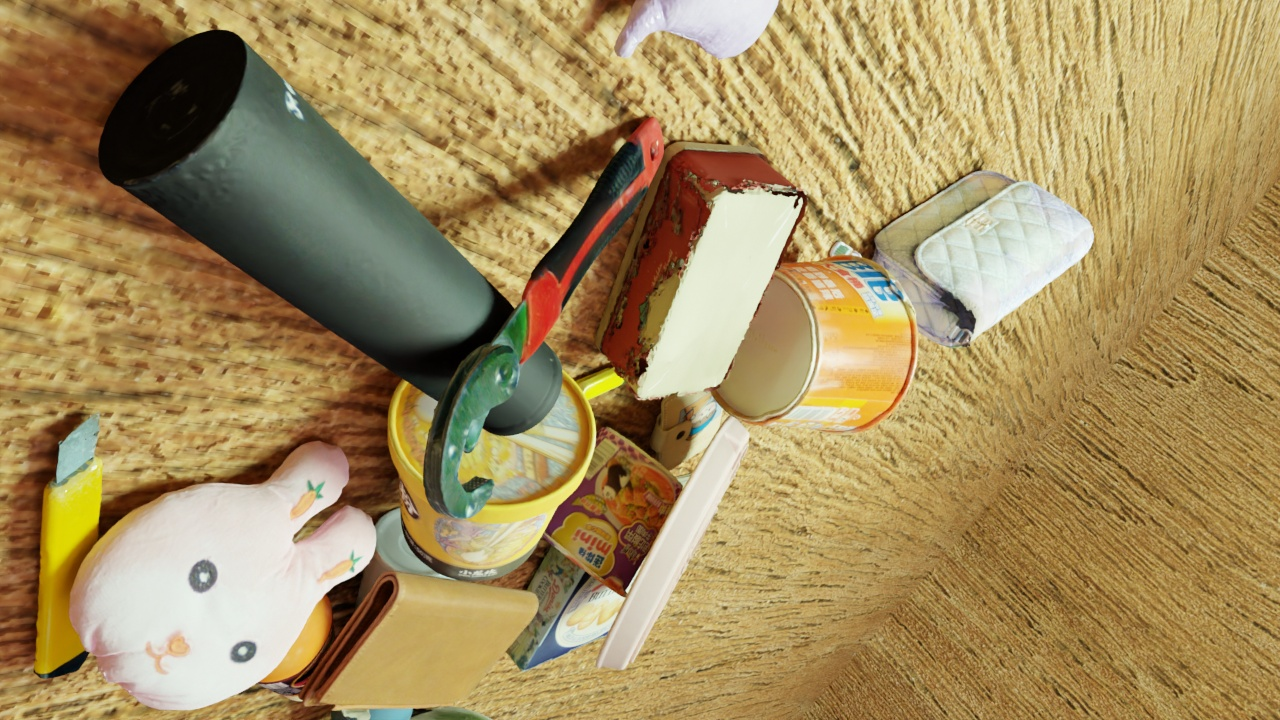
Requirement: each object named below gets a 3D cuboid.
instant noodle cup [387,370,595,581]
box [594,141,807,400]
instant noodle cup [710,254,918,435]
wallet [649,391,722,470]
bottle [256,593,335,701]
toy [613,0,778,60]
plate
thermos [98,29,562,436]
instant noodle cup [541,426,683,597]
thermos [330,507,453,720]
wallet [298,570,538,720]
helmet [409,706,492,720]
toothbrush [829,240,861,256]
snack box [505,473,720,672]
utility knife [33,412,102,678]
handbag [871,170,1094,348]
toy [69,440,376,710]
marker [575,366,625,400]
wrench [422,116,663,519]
[{"bbox_3d":[-0.097,0.068,0.565,0.118,0.118,0.115,-25,153,-33],"label":"instant noodle cup"},{"bbox_3d":[0.040,-0.052,0.612,0.091,0.075,0.169,-6,132,-35],"label":"box"},{"bbox_3d":[0.125,-0.012,0.726,0.111,0.151,0.152,-1,128,-42],"label":"instant noodle cup"},{"bbox_3d":[0.043,0.049,0.813,0.087,0.024,0.115,-35,151,-29],"label":"wallet"},{"bbox_3d":[-0.227,0.187,0.595,0.066,0.067,0.150,-32,155,-25],"label":"bottle"},{"bbox_3d":[0.036,-0.191,0.484,0.107,0.039,0.084,-9,134,-51],"label":"toy"},{"bbox_3d":[0.031,0.149,0.743,0.229,0.028,0.230,-58,170,-17],"label":"plate"},{"bbox_3d":[-0.125,-0.042,0.423,0.068,0.090,0.242,-49,146,-6],"label":"thermos"},{"bbox_3d":[-0.026,0.115,0.725,0.099,0.111,0.111,-51,152,-10],"label":"instant noodle cup"},{"bbox_3d":[-0.179,0.203,0.664,0.070,0.070,0.221,-15,137,-44],"label":"thermos"},{"bbox_3d":[-0.140,0.187,0.599,0.108,0.031,0.131,-53,142,8],"label":"wallet"},{"bbox_3d":[-0.186,0.376,0.737,0.273,0.230,0.157,-9,115,-56],"label":"helmet"},{"bbox_3d":[0.135,-0.026,0.842,0.189,0.029,0.021,-55,-172,17],"label":"toothbrush"},{"bbox_3d":[-0.028,0.200,0.884,0.177,0.046,0.183,-5,132,-51],"label":"snack box"},{"bbox_3d":[-0.280,0.096,0.451,0.033,0.015,0.181,-41,159,-58],"label":"utility knife"},{"bbox_3d":[0.316,-0.102,0.868,0.193,0.134,0.076,-33,149,-25],"label":"handbag"},{"bbox_3d":[-0.215,0.111,0.495,0.159,0.054,0.121,-39,125,-38],"label":"toy"},{"bbox_3d":[-0.004,0.004,0.703,0.123,0.015,0.018,-25,145,-39],"label":"marker"},{"bbox_3d":[-0.040,-0.040,0.472,0.056,0.016,0.272,70,36,-46],"label":"wrench"}]
